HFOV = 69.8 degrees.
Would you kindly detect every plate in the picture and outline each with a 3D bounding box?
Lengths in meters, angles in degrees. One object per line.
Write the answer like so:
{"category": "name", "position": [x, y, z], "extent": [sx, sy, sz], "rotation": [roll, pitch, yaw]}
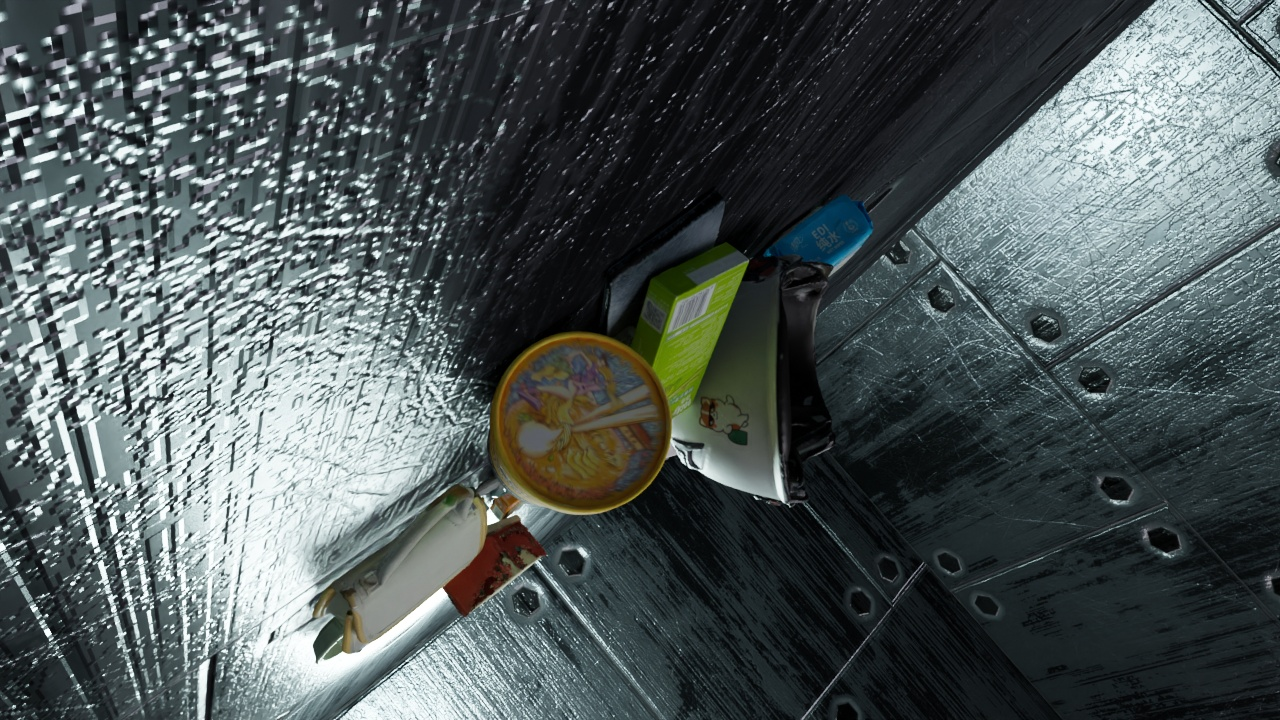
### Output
{"category": "plate", "position": [-0.276, 0.260, 1.045], "extent": [0.230, 0.027, 0.230], "rotation": [-41, 174, -6]}

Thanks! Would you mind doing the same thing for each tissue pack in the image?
{"category": "tissue pack", "position": [0.183, -0.117, 1.001], "extent": [0.139, 0.063, 0.090], "rotation": [-37, 171, -20]}

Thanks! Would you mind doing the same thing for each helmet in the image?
{"category": "helmet", "position": [0.090, 0.013, 0.859], "extent": [0.157, 0.230, 0.273], "rotation": [1, -163, 21]}

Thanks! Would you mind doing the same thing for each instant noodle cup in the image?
{"category": "instant noodle cup", "position": [-0.052, 0.050, 0.637], "extent": [0.118, 0.118, 0.115], "rotation": [-38, 180, -22]}

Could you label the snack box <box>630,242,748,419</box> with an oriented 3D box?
{"category": "snack box", "position": [0.025, -0.008, 0.681], "extent": [0.085, 0.026, 0.157], "rotation": [-31, 150, -39]}

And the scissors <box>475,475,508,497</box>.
{"category": "scissors", "position": [-0.146, 0.130, 0.987], "extent": [0.185, 0.019, 0.132], "rotation": [-30, 167, -47]}

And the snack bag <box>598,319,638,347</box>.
{"category": "snack bag", "position": [-0.036, 0.000, 0.721], "extent": [0.104, 0.026, 0.048], "rotation": [-44, 144, 8]}

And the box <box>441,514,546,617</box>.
{"category": "box", "position": [-0.168, 0.242, 1.074], "extent": [0.091, 0.080, 0.168], "rotation": [-40, 173, 2]}

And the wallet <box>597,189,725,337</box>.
{"category": "wallet", "position": [0.012, -0.063, 0.640], "extent": [0.097, 0.019, 0.121], "rotation": [-39, 169, -14]}

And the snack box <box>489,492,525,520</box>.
{"category": "snack box", "position": [-0.116, 0.136, 1.132], "extent": [0.153, 0.026, 0.075], "rotation": [-37, 171, -26]}

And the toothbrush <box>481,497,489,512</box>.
{"category": "toothbrush", "position": [-0.189, 0.184, 1.076], "extent": [0.016, 0.018, 0.192], "rotation": [-36, 172, -21]}

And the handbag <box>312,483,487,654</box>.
{"category": "handbag", "position": [-0.207, 0.183, 0.840], "extent": [0.162, 0.063, 0.179], "rotation": [-37, 168, -39]}

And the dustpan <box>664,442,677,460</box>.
{"category": "dustpan", "position": [0.047, 0.031, 1.252], "extent": [0.272, 0.138, 0.223], "rotation": [-8, 147, -29]}
